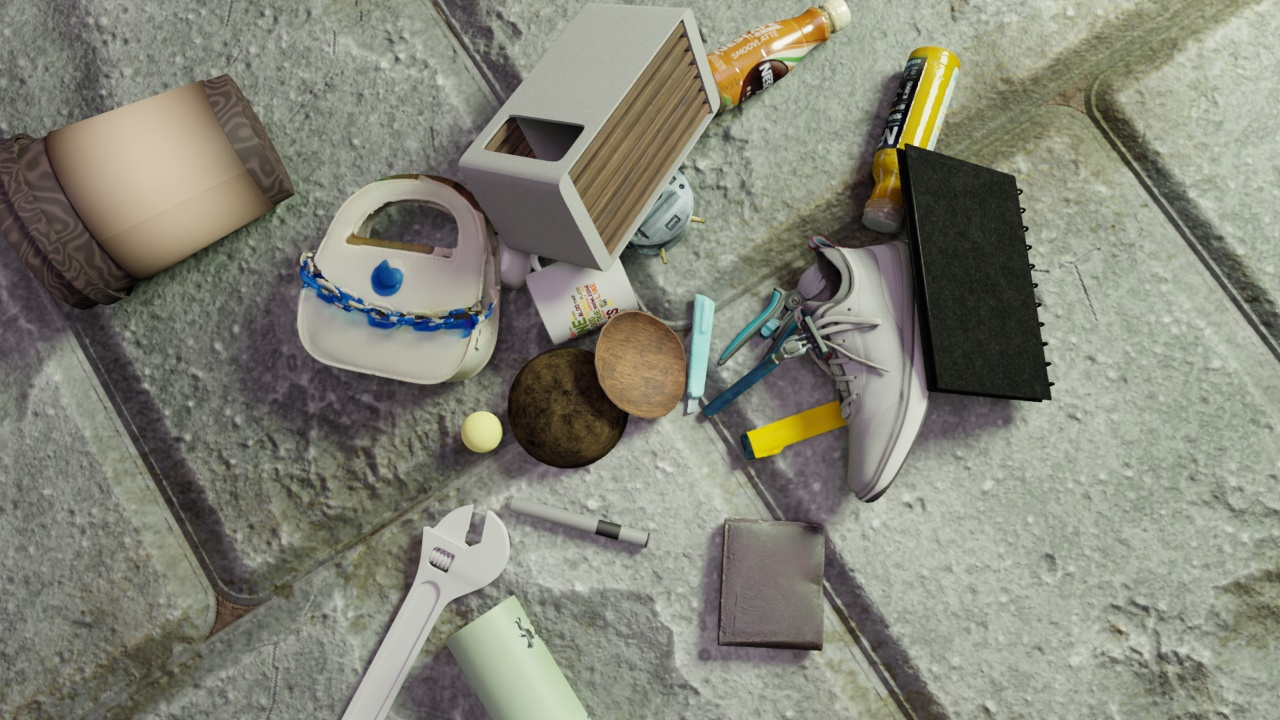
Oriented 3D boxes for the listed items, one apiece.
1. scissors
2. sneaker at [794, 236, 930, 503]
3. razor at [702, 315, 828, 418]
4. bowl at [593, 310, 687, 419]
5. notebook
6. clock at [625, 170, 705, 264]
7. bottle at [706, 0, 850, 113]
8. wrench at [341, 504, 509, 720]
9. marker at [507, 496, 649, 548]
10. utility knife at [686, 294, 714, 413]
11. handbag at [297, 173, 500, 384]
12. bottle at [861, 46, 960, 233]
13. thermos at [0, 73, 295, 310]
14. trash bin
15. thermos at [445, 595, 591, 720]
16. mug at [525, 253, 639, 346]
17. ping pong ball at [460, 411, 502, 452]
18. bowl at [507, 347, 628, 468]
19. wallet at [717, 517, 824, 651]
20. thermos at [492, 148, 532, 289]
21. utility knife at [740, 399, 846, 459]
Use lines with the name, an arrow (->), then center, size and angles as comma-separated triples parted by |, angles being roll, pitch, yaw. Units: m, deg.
scissors -> 0.132, -0.039, 0.915 | 0.148, 0.019, 0.132 | -4, 82, 2
sneaker -> 0.204, -0.001, 0.861 | 0.129, 0.097, 0.262 | 10, 74, 5
razor -> 0.112, 0.013, 0.871 | 0.144, 0.022, 0.042 | -39, 61, 29
bowl -> -0.005, 0.005, 0.889 | 0.114, 0.026, 0.101 | 23, 69, -35
notebook -> 0.317, -0.079, 0.861 | 0.169, 0.019, 0.231 | 6, 74, -32
clock -> -0.002, -0.161, 0.921 | 0.129, 0.052, 0.090 | 43, 85, 7
bottle -> 0.136, -0.316, 0.936 | 0.167, 0.059, 0.059 | -31, 81, -3
wrench -> -0.213, 0.267, 0.883 | 0.087, 0.018, 0.273 | 26, 85, 4
marker -> -0.060, 0.157, 0.893 | 0.140, 0.016, 0.016 | 14, 82, 4
utility knife -> 0.059, -0.007, 0.914 | 0.022, 0.015, 0.119 | 8, 82, -12
handbag -> -0.225, -0.080, 0.872 | 0.201, 0.093, 0.199 | 8, 92, 12
bottle -> 0.268, -0.219, 0.920 | 0.053, 0.053, 0.186 | 19, 83, 5
thermos -> -0.472, -0.171, 0.889 | 0.226, 0.173, 0.172 | -28, 81, -9
trash bin -> -0.040, -0.211, 0.851 | 0.115, 0.114, 0.228 | 17, 63, 32
thermos -> -0.085, 0.332, 0.834 | 0.082, 0.082, 0.231 | -33, 81, -3
mug -> -0.063, -0.079, 0.895 | 0.089, 0.073, 0.105 | -23, 97, -2
ping pong ball -> -0.155, 0.070, 0.897 | 0.040, 0.040, 0.040 | 0, 81, 2
bowl -> -0.073, 0.043, 0.890 | 0.121, 0.056, 0.121 | 0, 81, 2
wallet -> 0.125, 0.212, 0.873 | 0.099, 0.031, 0.120 | 3, 79, 0
thermos -> -0.106, -0.181, 0.927 | 0.052, 0.052, 0.224 | 17, 82, 5
utility knife -> 0.195, 0.054, 0.898 | 0.206, 0.018, 0.030 | -19, 85, -2
